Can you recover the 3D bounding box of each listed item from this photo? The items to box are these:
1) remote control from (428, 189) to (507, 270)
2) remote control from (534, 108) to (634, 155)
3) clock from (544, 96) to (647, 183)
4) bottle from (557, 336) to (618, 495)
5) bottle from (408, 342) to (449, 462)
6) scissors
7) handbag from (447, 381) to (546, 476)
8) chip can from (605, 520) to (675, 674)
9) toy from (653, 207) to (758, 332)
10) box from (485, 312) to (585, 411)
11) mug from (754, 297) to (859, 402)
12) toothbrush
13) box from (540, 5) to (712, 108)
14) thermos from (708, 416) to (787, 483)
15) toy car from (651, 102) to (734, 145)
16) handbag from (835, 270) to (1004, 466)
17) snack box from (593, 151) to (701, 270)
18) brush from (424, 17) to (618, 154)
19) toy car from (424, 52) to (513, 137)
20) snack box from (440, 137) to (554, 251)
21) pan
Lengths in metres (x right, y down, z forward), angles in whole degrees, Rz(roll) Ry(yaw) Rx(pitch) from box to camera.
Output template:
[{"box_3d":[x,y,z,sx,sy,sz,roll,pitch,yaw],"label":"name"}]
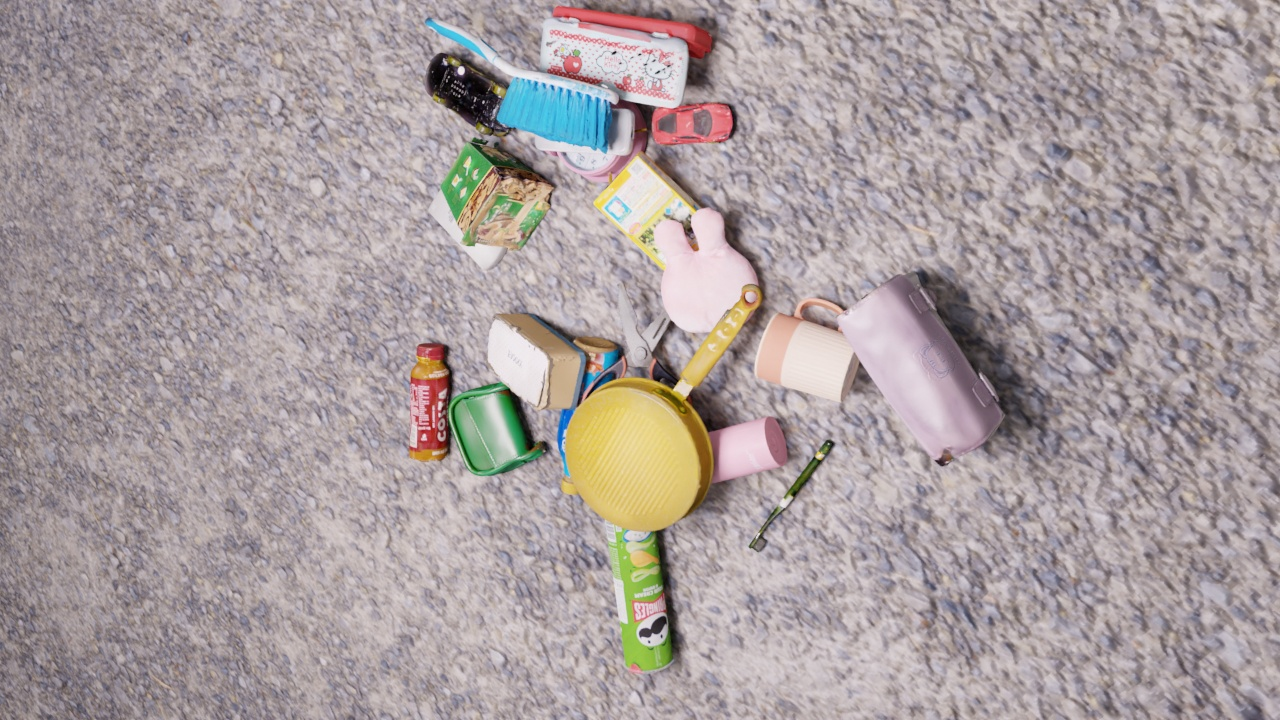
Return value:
[{"box_3d":[-0.246,-0.192,1.316,0.135,0.019,0.056,46,115,13],"label":"remote control"},{"box_3d":[-0.070,-0.286,1.142,0.136,0.020,0.056,9,101,25],"label":"remote control"},{"box_3d":[-0.070,-0.300,1.185,0.158,0.059,0.117,38,113,18],"label":"clock"},{"box_3d":[-0.078,0.079,1.254,0.065,0.065,0.219,16,106,23],"label":"bottle"},{"box_3d":[-0.317,0.062,1.376,0.057,0.057,0.175,10,104,25],"label":"bottle"},{"box_3d":[-0.006,0.008,1.195,0.189,0.015,0.223,-21,102,5],"label":"scissors"},{"box_3d":[-0.207,0.098,1.328,0.120,0.067,0.131,-19,89,21],"label":"handbag"},{"box_3d":[-0.003,0.303,1.254,0.072,0.072,0.236,-5,97,27],"label":"chip can"},{"box_3d":[0.079,-0.108,1.132,0.121,0.054,0.159,-13,113,11],"label":"toy"},{"box_3d":[-0.141,0.002,1.234,0.184,0.061,0.090,36,120,45],"label":"box"},{"box_3d":[0.206,-0.017,1.093,0.106,0.081,0.114,19,78,21],"label":"mug"},{"box_3d":[0.192,0.175,1.167,0.017,0.012,0.186,36,113,10],"label":"toothbrush"},{"box_3d":[-0.023,-0.370,1.127,0.202,0.095,0.102,18,105,23],"label":"box"},{"box_3d":[0.081,0.118,1.177,0.199,0.067,0.087,-16,118,28],"label":"thermos"},{"box_3d":[0.064,-0.293,1.136,0.106,0.031,0.049,4,102,24],"label":"toy car"},{"box_3d":[0.308,0.006,1.003,0.099,0.144,0.197,-35,84,30],"label":"handbag"},{"box_3d":[0.021,-0.182,1.152,0.140,0.033,0.087,43,116,-7],"label":"snack box"},{"box_3d":[-0.159,-0.345,1.140,0.315,0.060,0.109,21,99,24],"label":"brush"},{"box_3d":[-0.232,-0.367,1.264,0.158,0.042,0.070,36,113,16],"label":"toy car"},{"box_3d":[-0.202,-0.227,1.245,0.105,0.118,0.118,50,116,24],"label":"snack box"},{"box_3d":[0.040,0.056,1.132,0.198,0.078,0.358,38,118,13],"label":"pan"}]
